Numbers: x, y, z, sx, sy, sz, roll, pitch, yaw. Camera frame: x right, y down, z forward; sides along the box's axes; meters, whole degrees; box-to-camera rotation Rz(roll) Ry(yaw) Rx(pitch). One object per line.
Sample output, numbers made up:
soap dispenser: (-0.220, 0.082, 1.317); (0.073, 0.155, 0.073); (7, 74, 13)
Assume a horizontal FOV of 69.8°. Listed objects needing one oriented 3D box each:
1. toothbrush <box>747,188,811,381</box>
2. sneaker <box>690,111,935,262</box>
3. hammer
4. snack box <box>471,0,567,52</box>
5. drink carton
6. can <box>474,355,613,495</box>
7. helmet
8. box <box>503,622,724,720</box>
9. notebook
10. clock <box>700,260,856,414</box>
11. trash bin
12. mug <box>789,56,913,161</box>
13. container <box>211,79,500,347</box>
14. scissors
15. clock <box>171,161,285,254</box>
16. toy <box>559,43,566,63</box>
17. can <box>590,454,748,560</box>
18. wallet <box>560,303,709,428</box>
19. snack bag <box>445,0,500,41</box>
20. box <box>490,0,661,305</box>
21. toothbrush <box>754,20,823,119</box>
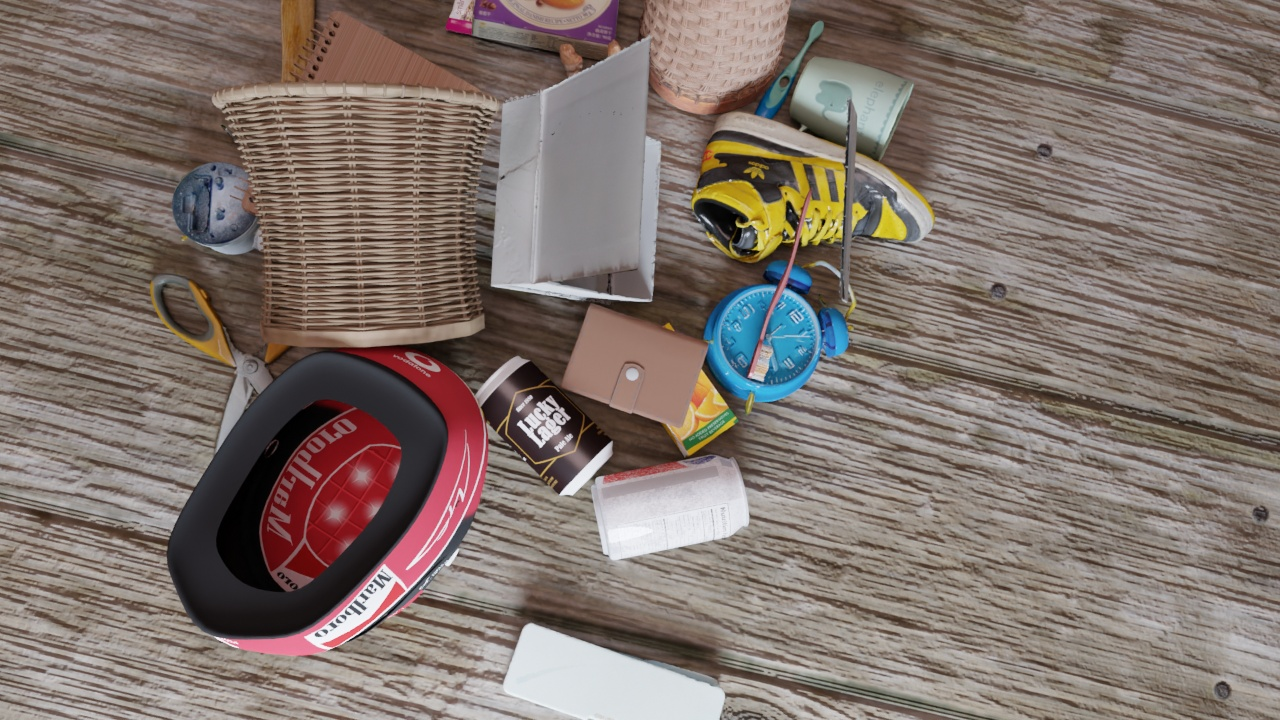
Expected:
toothbrush: (0.133, -0.070, 0.850); (0.015, 0.015, 0.184); (17, 91, -2)
sneaker: (0.161, -0.143, 0.898); (0.238, 0.086, 0.122); (25, 75, 5)
hammer: (-0.350, -0.345, 0.932); (0.132, 0.033, 0.330); (-2, 81, -2)
snack box: (-0.092, -0.393, 0.936); (0.143, 0.041, 0.148); (7, 82, -11)
drink carton: (0.034, 0.027, 0.891); (0.058, 0.041, 0.122); (-34, 84, -7)
can: (-0.091, 0.062, 0.863); (0.128, 0.072, 0.072); (44, 82, 4)
helmet: (-0.244, 0.116, 0.767); (0.197, 0.225, 0.270); (30, 68, 4)
box: (-0.024, 0.301, 0.843); (0.199, 0.070, 0.085); (17, 100, 1)
notebook: (-0.270, -0.209, 0.888); (0.169, 0.022, 0.210); (25, 80, -22)
clock: (0.134, -0.031, 0.893); (0.161, 0.060, 0.117); (-40, 85, -3)
trash bin: (0.078, -0.343, 0.862); (0.151, 0.210, 0.151); (0, 82, -3)
mug: (0.203, -0.243, 0.925); (0.104, 0.084, 0.111); (24, 106, 11)
container: (-0.231, -0.122, 0.780); (0.227, 0.227, 0.196); (-1, 100, -3)
scissors: (-0.386, -0.016, 0.888); (0.226, 0.016, 0.225); (24, 83, 0)
clock: (-0.386, -0.144, 0.886); (0.117, 0.057, 0.083); (1, 81, -3)
toy: (-0.040, -0.262, 0.922); (0.085, 0.074, 0.106); (10, 103, 29)
can: (0.026, 0.135, 0.855); (0.136, 0.078, 0.078); (-11, 82, -5)
wallet: (-0.005, 0.005, 0.862); (0.121, 0.013, 0.087); (19, 85, 3)
snack bag: (-0.150, -0.430, 0.961); (0.070, 0.016, 0.196); (11, 81, 0)
box: (-0.057, -0.145, 0.719); (0.149, 0.412, 0.167); (3, 89, 2)
toothbrush: (0.154, -0.298, 0.959); (0.022, 0.017, 0.135); (32, 84, 1)
